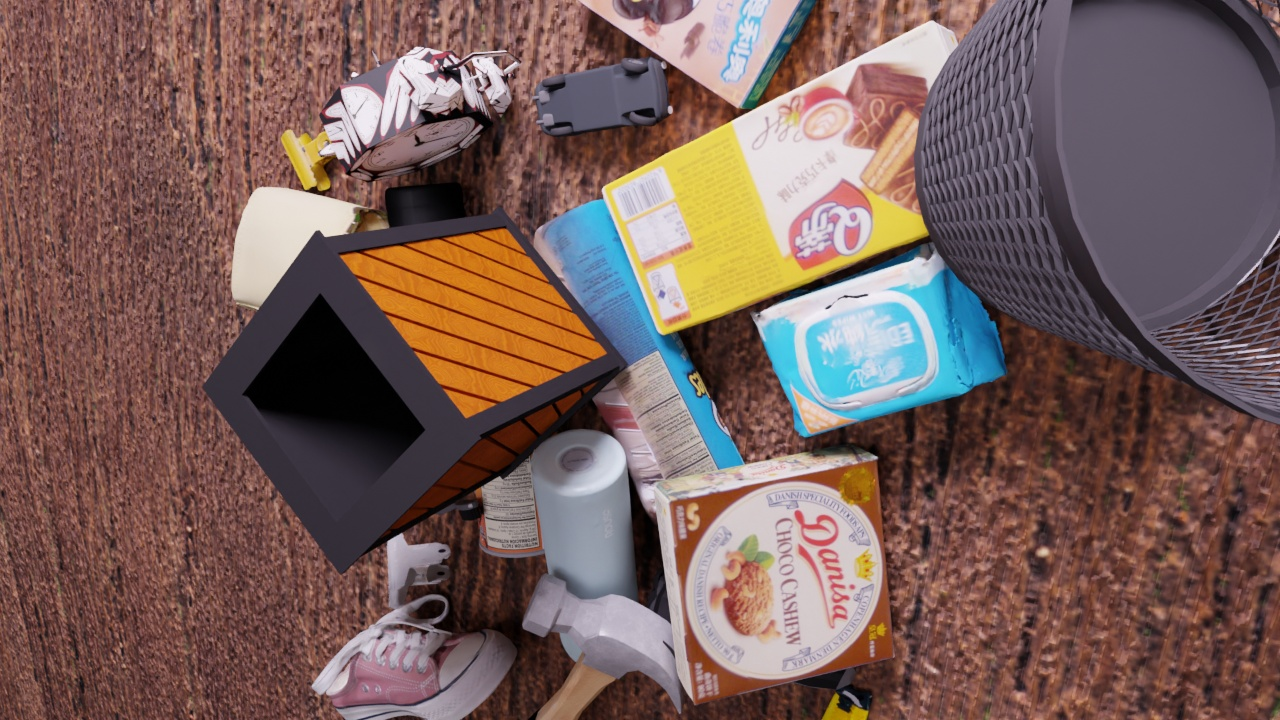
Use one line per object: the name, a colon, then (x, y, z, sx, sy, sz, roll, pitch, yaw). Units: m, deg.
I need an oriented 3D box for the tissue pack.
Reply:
tissue pack: (0.145, -0.013, 0.574, 0.145, 0.061, 0.093, -21, 92, 30)

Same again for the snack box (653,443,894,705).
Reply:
snack box: (0.090, 0.139, 0.608, 0.147, 0.041, 0.143, -9, 101, -12)

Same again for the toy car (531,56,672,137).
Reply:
toy car: (-0.027, -0.181, 0.636, 0.112, 0.034, 0.046, 2, 108, 35)

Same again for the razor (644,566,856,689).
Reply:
razor: (0.080, 0.200, 0.672, 0.156, 0.057, 0.060, 11, 150, 24)

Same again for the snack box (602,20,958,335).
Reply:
snack box: (0.098, -0.105, 0.575, 0.231, 0.061, 0.110, -21, 93, 31)

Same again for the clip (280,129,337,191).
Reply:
clip: (-0.276, -0.175, 0.776, 0.049, 0.044, 0.054, -26, 89, 55)

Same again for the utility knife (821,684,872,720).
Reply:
utility knife: (0.134, 0.317, 0.696, 0.030, 0.017, 0.179, 29, 118, 29)

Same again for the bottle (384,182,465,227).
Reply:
bottle: (-0.162, -0.048, 0.730, 0.059, 0.059, 0.182, 2, 104, 28)

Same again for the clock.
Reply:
clock: (-0.156, -0.190, 0.658, 0.155, 0.114, 0.065, -23, 92, 28)

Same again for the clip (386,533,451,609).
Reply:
clip: (-0.197, 0.173, 0.810, 0.058, 0.102, 0.050, -12, 114, -12)

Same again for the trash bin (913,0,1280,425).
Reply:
trash bin: (0.235, -0.095, 0.375, 0.218, 0.227, 0.218, 0, 97, 3)

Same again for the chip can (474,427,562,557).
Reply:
chip can: (-0.099, 0.037, 0.709, 0.075, 0.075, 0.215, 2, 104, 27)

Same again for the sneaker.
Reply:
sneaker: (-0.209, 0.265, 0.812, 0.242, 0.118, 0.088, -23, 109, 36)

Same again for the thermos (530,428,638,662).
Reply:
thermos: (-0.036, 0.147, 0.675, 0.078, 0.065, 0.207, 35, 142, 39)

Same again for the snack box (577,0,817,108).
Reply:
snack box: (0.032, -0.239, 0.591, 0.151, 0.034, 0.087, 38, 118, 14)

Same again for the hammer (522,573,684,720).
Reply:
hammer: (-0.065, 0.284, 0.728, 0.131, 0.039, 0.329, 24, 132, -5)

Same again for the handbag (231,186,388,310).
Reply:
handbag: (-0.270, -0.082, 0.771, 0.119, 0.081, 0.111, 18, 103, 25)

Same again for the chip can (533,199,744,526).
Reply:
chip can: (-0.004, 0.004, 0.652, 0.080, 0.079, 0.229, -27, 89, 31)

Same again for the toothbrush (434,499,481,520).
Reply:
toothbrush: (-0.164, 0.122, 0.759, 0.168, 0.012, 0.013, -14, 96, 60)

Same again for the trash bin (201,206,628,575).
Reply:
trash bin: (-0.134, 0.009, 0.576, 0.140, 0.171, 0.139, -43, 83, 28)
